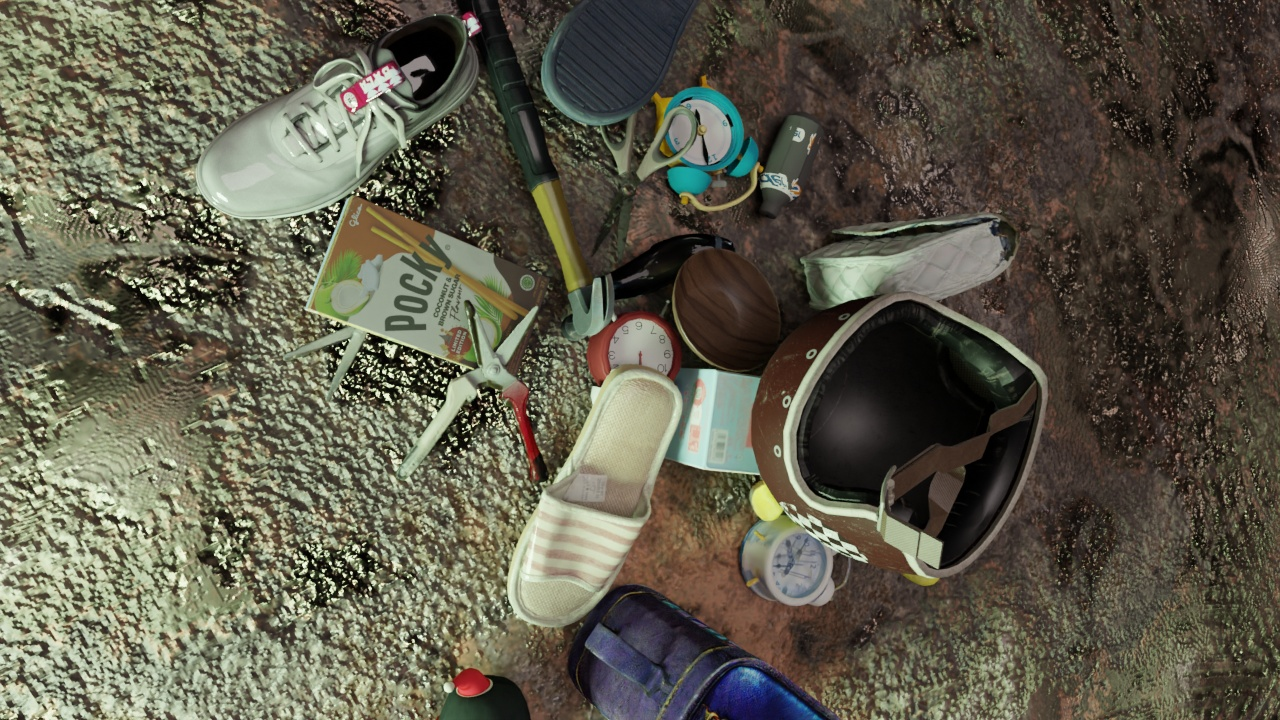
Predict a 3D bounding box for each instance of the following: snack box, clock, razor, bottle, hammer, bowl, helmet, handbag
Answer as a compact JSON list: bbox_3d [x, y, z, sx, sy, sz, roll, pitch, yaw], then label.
[{"bbox_3d":[-0.182,-0.059,0.805,0.186,0.032,0.101,22,82,-26],"label":"snack box"},{"bbox_3d":[0.164,0.207,0.944,0.125,0.052,0.089,9,86,-24],"label":"clock"},{"bbox_3d":[0.064,-0.211,0.903,0.099,0.044,0.129,-25,92,-18],"label":"clock"},{"bbox_3d":[0.025,-0.083,0.884,0.140,0.053,0.063,-22,92,-18],"label":"razor"},{"bbox_3d":[-0.005,0.005,0.878,0.087,0.044,0.124,-2,90,-21],"label":"clock"},{"bbox_3d":[0.149,-0.197,0.933,0.047,0.047,0.112,25,82,-20],"label":"bottle"},{"bbox_3d":[-0.094,-0.181,0.816,0.025,0.118,0.333,-20,93,-22],"label":"hammer"},{"bbox_3d":[0.074,-0.043,0.856,0.119,0.032,0.119,10,69,-28],"label":"bowl"},{"bbox_3d":[0.210,0.066,0.754,0.233,0.254,0.234,-46,136,-17],"label":"helmet"},{"bbox_3d":[0.251,-0.101,0.895,0.138,0.195,0.072,-21,101,-17],"label":"handbag"},{"bbox_3d":[0.042,0.299,0.820,0.222,0.205,0.125,39,77,-23],"label":"handbag"},{"bbox_3d":[0.081,0.058,0.885,0.079,0.095,0.093,8,87,-22],"label":"snack box"}]

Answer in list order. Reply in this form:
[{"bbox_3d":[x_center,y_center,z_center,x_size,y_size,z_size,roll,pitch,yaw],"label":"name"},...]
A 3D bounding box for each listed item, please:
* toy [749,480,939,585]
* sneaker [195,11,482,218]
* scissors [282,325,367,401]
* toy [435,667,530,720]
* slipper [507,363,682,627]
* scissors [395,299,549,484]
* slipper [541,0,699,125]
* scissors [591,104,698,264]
[{"bbox_3d":[0.206,0.121,0.918,0.214,0.084,0.148,27,60,-4],"label":"toy"},{"bbox_3d":[-0.236,-0.201,0.742,0.262,0.129,0.097,-36,102,-15],"label":"sneaker"},{"bbox_3d":[-0.240,-0.046,0.804,0.141,0.014,0.165,-3,91,-24],"label":"scissors"},{"bbox_3d":[-0.137,0.325,0.803,0.097,0.100,0.119,4,91,-19],"label":"toy"},{"bbox_3d":[-0.040,0.129,0.841,0.115,0.052,0.263,24,94,-23],"label":"slipper"},{"bbox_3d":[-0.146,0.045,0.816,0.179,0.015,0.200,-26,119,-7],"label":"scissors"},{"bbox_3d":[-0.018,-0.301,0.856,0.101,0.083,0.262,39,58,-16],"label":"slipper"},{"bbox_3d":[-0.001,-0.179,0.874,0.154,0.012,0.163,-19,85,10],"label":"scissors"}]
